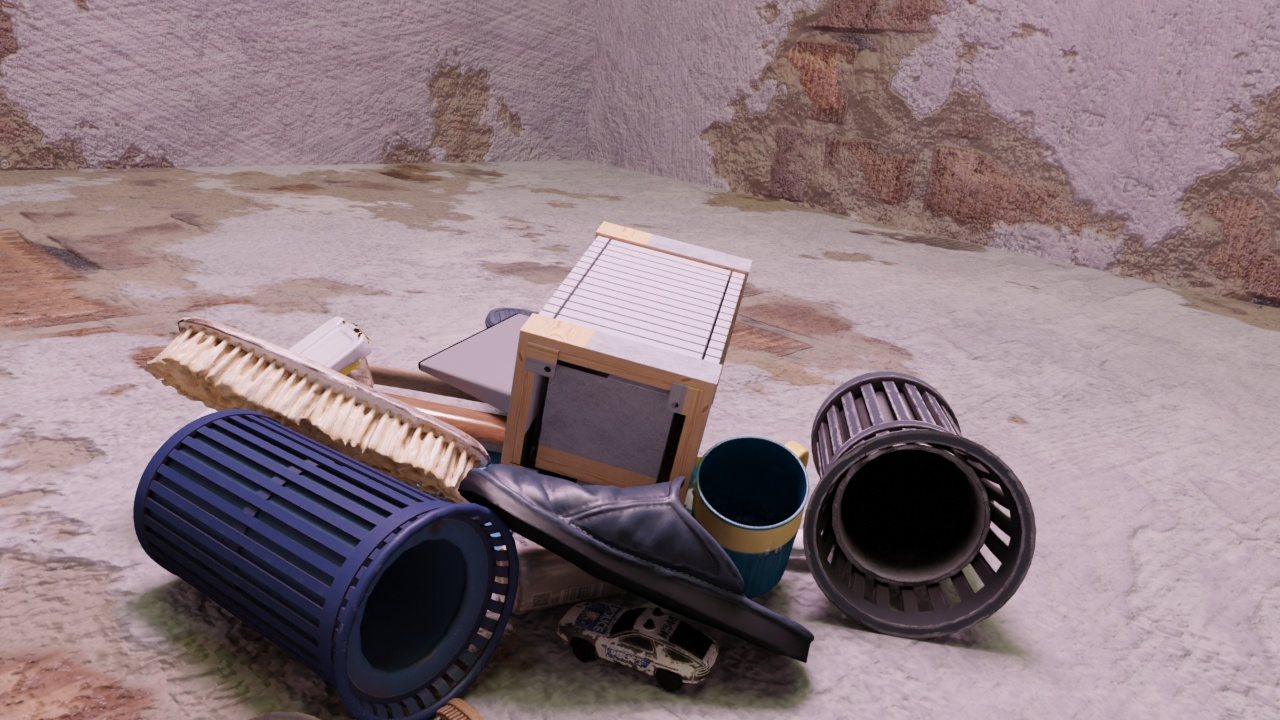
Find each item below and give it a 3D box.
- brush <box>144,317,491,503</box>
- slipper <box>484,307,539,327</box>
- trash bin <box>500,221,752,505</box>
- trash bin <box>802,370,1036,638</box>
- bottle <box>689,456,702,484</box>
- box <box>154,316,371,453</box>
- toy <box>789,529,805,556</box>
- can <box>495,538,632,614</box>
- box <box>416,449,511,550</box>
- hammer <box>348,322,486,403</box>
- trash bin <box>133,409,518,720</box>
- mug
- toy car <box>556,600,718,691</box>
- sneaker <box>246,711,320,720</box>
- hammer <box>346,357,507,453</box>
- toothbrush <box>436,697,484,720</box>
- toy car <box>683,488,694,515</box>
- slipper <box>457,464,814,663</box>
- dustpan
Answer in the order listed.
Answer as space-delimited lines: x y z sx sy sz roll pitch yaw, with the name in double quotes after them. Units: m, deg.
-0.252 0.042 0.737 0.271 0.056 0.083 25 -27 -8 "brush"
-0.066 0.019 1.080 0.263 0.083 0.101 21 19 -18 "slipper"
-0.005 0.005 0.775 0.142 0.143 0.246 15 29 5 "trash bin"
0.220 0.103 0.784 0.164 0.164 0.227 8 15 6 "trash bin"
0.007 0.106 0.869 0.146 0.051 0.051 -6 22 -31 "bottle"
-0.345 0.034 0.838 0.209 0.034 0.129 -41 30 -17 "box"
0.084 0.151 0.778 0.125 0.037 0.076 -9 31 -23 "toy"
-0.039 0.156 0.699 0.135 0.054 0.054 -4 21 -26 "can"
-0.185 0.107 0.838 0.174 0.033 0.231 14 19 4 "box"
-0.194 0.031 0.972 0.331 0.120 0.030 11 40 -8 "hammer"
-0.220 0.123 0.614 0.250 0.139 0.139 17 21 34 "trash bin"
0.090 0.114 0.705 0.083 0.107 0.113 32 54 27 "mug"
-0.003 0.189 0.633 0.113 0.040 0.048 12 18 18 "toy car"
-0.098 0.257 0.343 0.100 0.143 0.238 -28 66 -25 "sneaker"
-0.154 0.064 0.886 0.300 0.037 0.157 12 19 -13 "hammer"
-0.059 0.236 0.515 0.167 0.016 0.016 20 23 38 "toothbrush"
0.076 0.130 0.855 0.089 0.027 0.038 -1 22 -19 "toy car"
0.008 0.118 0.629 0.265 0.083 0.109 26 -15 -9 "slipper"
-0.069 0.020 0.917 0.258 0.033 0.162 16 28 26 "dustpan"
